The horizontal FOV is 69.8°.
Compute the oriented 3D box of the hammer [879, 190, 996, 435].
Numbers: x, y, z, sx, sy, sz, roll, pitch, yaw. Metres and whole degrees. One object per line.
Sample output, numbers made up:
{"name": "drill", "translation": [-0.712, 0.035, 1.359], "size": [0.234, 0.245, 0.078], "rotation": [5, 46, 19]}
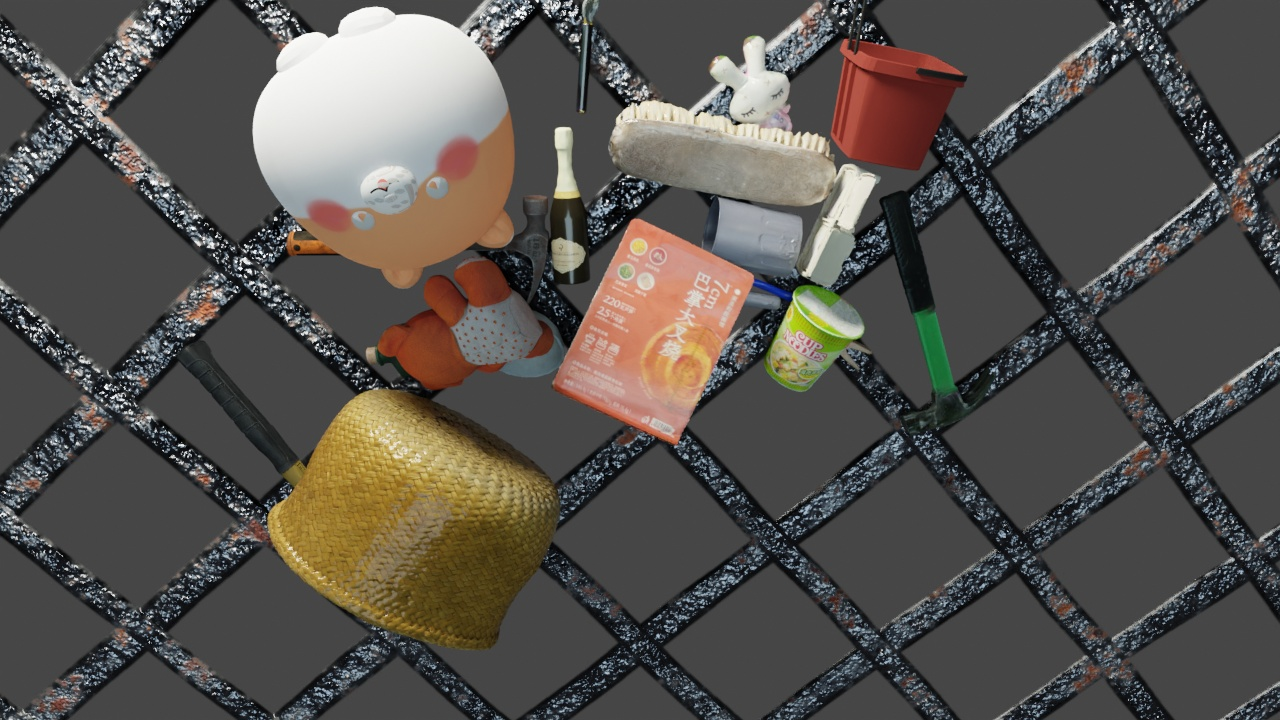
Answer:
{"name": "hammer", "translation": [0.365, -0.063, 1.178], "size": [0.130, 0.032, 0.319], "rotation": [-19, 108, 5]}

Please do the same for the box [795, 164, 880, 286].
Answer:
{"name": "box", "translation": [0.227, -0.157, 1.059], "size": [0.050, 0.183, 0.144], "rotation": [22, 102, -3]}

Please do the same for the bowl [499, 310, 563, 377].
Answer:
{"name": "bowl", "translation": [-0.146, -0.028, 1.147], "size": [0.106, 0.039, 0.106], "rotation": [3, 139, 2]}

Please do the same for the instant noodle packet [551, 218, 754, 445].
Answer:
{"name": "instant noodle packet", "translation": [0.016, -0.035, 1.074], "size": [0.164, 0.084, 0.221], "rotation": [25, 96, -1]}

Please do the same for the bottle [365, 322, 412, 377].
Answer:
{"name": "bottle", "translation": [-0.276, -0.016, 1.146], "size": [0.131, 0.061, 0.061], "rotation": [-10, 111, 1]}

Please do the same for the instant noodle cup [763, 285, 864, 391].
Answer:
{"name": "instant noodle cup", "translation": [0.209, -0.022, 1.145], "size": [0.099, 0.098, 0.108], "rotation": [22, 126, -10]}

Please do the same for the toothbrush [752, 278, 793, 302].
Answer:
{"name": "toothbrush", "translation": [0.166, -0.094, 1.165], "size": [0.182, 0.016, 0.018], "rotation": [21, 70, -12]}

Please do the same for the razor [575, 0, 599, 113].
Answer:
{"name": "razor", "translation": [-0.062, -0.360, 1.061], "size": [0.042, 0.022, 0.144], "rotation": [-11, 120, -42]}

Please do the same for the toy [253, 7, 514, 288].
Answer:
{"name": "toy", "translation": [-0.258, -0.220, 0.973], "size": [0.263, 0.265, 0.281], "rotation": [-23, 119, 2]}

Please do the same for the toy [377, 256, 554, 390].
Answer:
{"name": "toy", "translation": [-0.203, -0.031, 1.057], "size": [0.173, 0.092, 0.164], "rotation": [-23, 139, 13]}

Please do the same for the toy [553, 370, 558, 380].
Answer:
{"name": "toy", "translation": [-0.007, 0.006, 1.158], "size": [0.179, 0.078, 0.153], "rotation": [-43, 98, 11]}

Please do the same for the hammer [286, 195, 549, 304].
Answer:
{"name": "hammer", "translation": [-0.269, -0.131, 1.123], "size": [0.314, 0.035, 0.138], "rotation": [0, 110, -2]}

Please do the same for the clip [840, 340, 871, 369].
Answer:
{"name": "clip", "translation": [0.268, -0.009, 1.196], "size": [0.061, 0.024, 0.041], "rotation": [22, 104, -1]}

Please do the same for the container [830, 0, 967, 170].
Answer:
{"name": "container", "translation": [0.285, -0.330, 1.020], "size": [0.127, 0.147, 0.201], "rotation": [9, 117, -5]}

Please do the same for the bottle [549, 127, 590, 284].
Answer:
{"name": "bottle", "translation": [-0.088, -0.186, 1.105], "size": [0.045, 0.045, 0.185], "rotation": [-3, 109, -2]}

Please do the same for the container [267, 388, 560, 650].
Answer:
{"name": "container", "translation": [-0.252, 0.168, 1.081], "size": [0.307, 0.307, 0.196], "rotation": [29, 93, -12]}

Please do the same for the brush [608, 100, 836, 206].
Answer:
{"name": "brush", "translation": [0.098, -0.241, 1.079], "size": [0.271, 0.056, 0.083], "rotation": [9, 132, -5]}

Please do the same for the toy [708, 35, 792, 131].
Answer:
{"name": "toy", "translation": [0.137, -0.315, 1.076], "size": [0.079, 0.038, 0.122], "rotation": [-36, 109, 2]}

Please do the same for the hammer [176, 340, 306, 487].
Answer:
{"name": "hammer", "translation": [-0.464, 0.114, 1.166], "size": [0.025, 0.117, 0.333], "rotation": [-36, 102, 7]}

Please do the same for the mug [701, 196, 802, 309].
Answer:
{"name": "mug", "translation": [0.130, -0.128, 1.112], "size": [0.104, 0.084, 0.124], "rotation": [9, 96, -8]}
